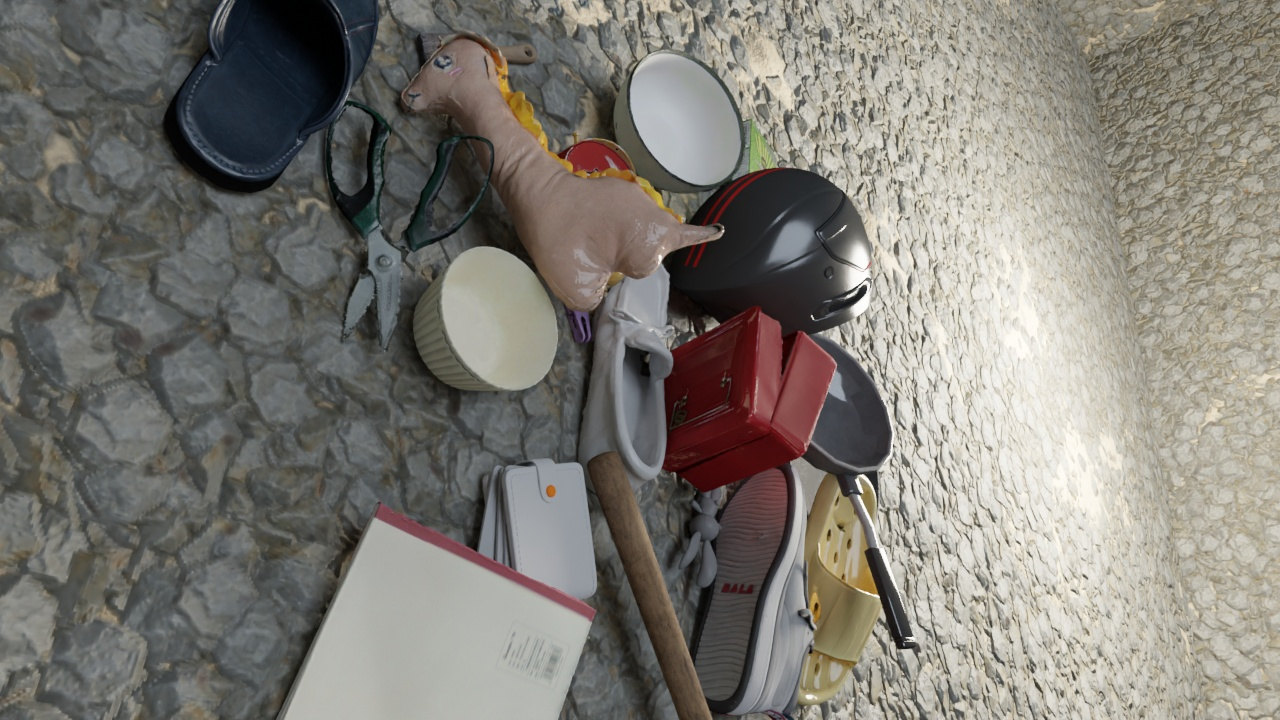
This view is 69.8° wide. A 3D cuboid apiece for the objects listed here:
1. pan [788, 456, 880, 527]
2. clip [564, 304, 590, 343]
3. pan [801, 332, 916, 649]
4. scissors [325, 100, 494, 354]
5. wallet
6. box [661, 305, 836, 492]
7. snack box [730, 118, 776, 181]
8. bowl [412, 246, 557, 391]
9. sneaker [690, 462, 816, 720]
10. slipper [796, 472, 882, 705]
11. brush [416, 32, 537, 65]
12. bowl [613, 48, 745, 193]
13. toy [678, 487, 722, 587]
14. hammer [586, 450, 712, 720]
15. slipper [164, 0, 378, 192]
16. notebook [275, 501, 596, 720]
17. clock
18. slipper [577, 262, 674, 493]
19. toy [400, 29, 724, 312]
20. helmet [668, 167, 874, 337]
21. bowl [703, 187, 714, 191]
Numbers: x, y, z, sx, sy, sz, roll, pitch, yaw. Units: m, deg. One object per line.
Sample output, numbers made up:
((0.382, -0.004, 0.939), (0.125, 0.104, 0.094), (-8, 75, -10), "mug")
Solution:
((0.172, 0.082, 1.055), (0.357, 0.040, 0.207), (42, 48, -30), "pan")
((-0.055, -0.044, 0.858), (0.042, 0.014, 0.052), (-37, 101, -52), "clip")
((0.217, 0.126, 0.965), (0.178, 0.041, 0.356), (11, 52, -35), "pan")
((-0.168, -0.099, 0.699), (0.142, 0.015, 0.209), (0, 78, -18), "scissors")
((-0.090, 0.139, 0.727), (0.115, 0.038, 0.118), (1, 78, -49), "wallet")
((0.094, 0.046, 0.872), (0.112, 0.158, 0.134), (31, 55, -25), "box")
((0.139, -0.213, 1.128), (0.080, 0.025, 0.147), (41, 46, -49), "snack box")
((-0.128, -0.026, 0.725), (0.115, 0.063, 0.115), (22, 59, -43), "bowl")
((0.134, 0.230, 0.911), (0.128, 0.097, 0.262), (40, 52, -36), "sneaker")
((0.222, 0.240, 0.982), (0.111, 0.079, 0.261), (27, 68, -36), "slipper")
((-0.146, -0.282, 0.844), (0.150, 0.012, 0.039), (-23, 93, -51), "brush")
((0.032, -0.245, 0.978), (0.153, 0.073, 0.153), (10, 73, -33), "bowl")
((0.062, 0.164, 0.898), (0.049, 0.030, 0.111), (46, 37, -28), "toy")
((0.022, 0.230, 0.773), (0.129, 0.040, 0.321), (-20, 90, -20), "hammer")
((-0.242, -0.240, 0.661), (0.109, 0.084, 0.264), (37, 49, -32), "slipper")
((-0.130, 0.211, 0.644), (0.208, 0.012, 0.152), (37, 62, -34), "notebook")
((-0.049, -0.129, 0.843), (0.117, 0.081, 0.158), (32, 53, -38), "clock")
((-0.005, 0.005, 0.860), (0.112, 0.075, 0.246), (48, 40, -48), "slipper")
((-0.070, -0.171, 0.770), (0.196, 0.065, 0.264), (-26, 81, -15), "toy")
((0.145, -0.121, 0.991), (0.264, 0.164, 0.170), (-25, 116, -31), "helmet")
((0.077, -0.258, 1.071), (0.114, 0.045, 0.114), (22, 60, -43), "bowl")
